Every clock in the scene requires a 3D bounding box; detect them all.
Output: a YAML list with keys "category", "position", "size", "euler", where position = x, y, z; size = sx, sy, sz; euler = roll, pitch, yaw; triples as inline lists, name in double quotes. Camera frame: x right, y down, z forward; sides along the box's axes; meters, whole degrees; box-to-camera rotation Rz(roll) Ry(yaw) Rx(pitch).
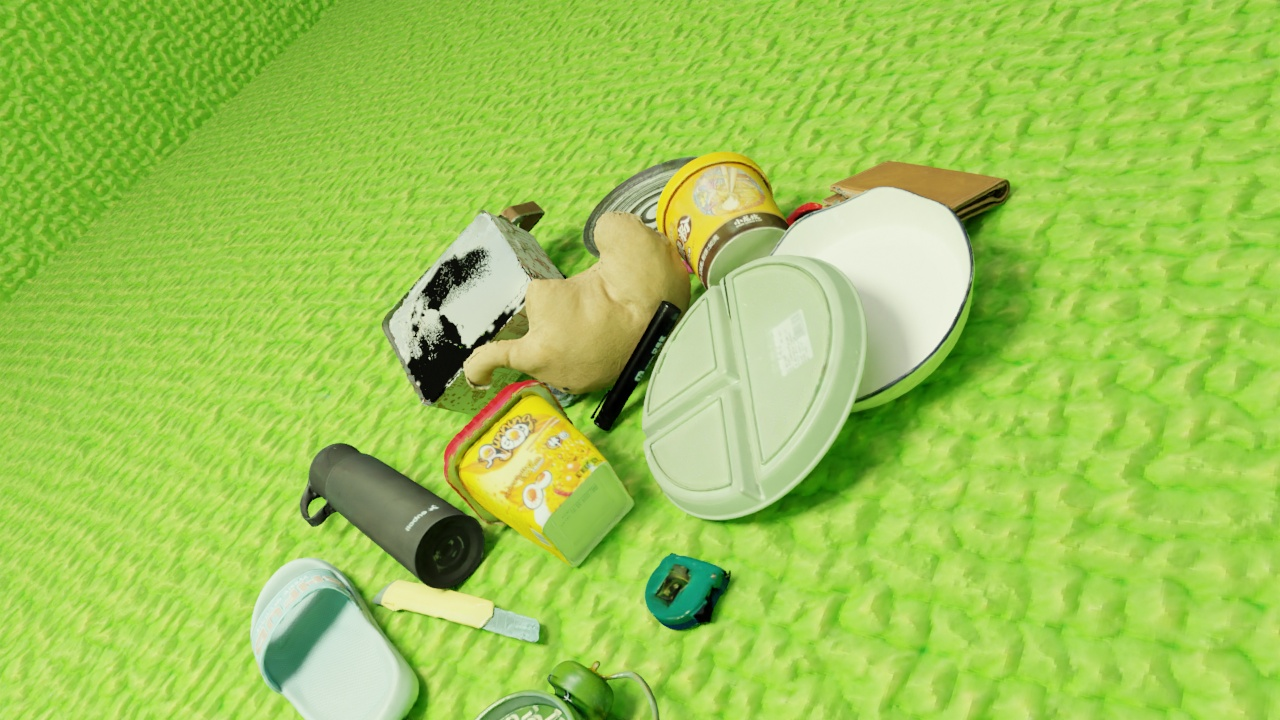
- category: "clock"
  position: [-0.057, 0.264, 0.598]
  size: [0.161, 0.056, 0.116]
  euler: [-35, 38, -2]

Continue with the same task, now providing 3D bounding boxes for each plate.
- category: "plate"
  position: [0.079, 0.014, 0.730]
  size: [0.231, 0.027, 0.229]
  euler: [-34, 42, 36]
- category: "plate"
  position: [0.173, -0.044, 0.744]
  size: [0.205, 0.045, 0.204]
  euler: [-23, 48, 29]
- category: "plate"
  position: [0.016, -0.170, 1.054]
  size: [0.180, 0.024, 0.179]
  euler: [-21, 37, 16]

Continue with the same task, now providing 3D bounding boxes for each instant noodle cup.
- category: "instant noodle cup"
  position: [0.088, -0.118, 0.872]
  size: [0.118, 0.118, 0.114]
  euler: [-30, 45, 5]
- category: "instant noodle cup"
  position: [-0.080, 0.098, 0.765]
  size: [0.116, 0.116, 0.124]
  euler: [-46, 50, -16]

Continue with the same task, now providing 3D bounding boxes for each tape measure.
- category: "tape measure"
  position: [0.030, 0.167, 0.666]
  size: [0.058, 0.025, 0.054]
  euler: [6, 51, 42]

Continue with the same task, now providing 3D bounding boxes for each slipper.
- category: "slipper"
  position: [-0.273, 0.241, 0.773]
  size: [0.246, 0.074, 0.104]
  euler: [22, 64, 47]

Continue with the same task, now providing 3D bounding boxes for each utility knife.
- category: "utility knife"
  position: [-0.157, 0.207, 0.767]
  size: [0.209, 0.021, 0.030]
  euler: [-5, 47, 43]

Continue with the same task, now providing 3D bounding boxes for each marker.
- category: "marker"
  position: [-0.005, 0.005, 0.827]
  size: [0.132, 0.022, 0.020]
  euler: [-59, -8, 15]

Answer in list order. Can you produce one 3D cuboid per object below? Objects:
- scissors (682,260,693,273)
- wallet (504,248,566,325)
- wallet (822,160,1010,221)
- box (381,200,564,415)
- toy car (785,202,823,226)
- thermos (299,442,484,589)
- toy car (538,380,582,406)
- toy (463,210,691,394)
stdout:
- category: "scissors"
  position: [0.004, -0.084, 0.953]
  size: [0.133, 0.017, 0.131]
  euler: [-8, 54, 8]
- category: "wallet"
  position: [-0.150, -0.090, 1.095]
  size: [0.096, 0.020, 0.122]
  euler: [-44, 39, -4]
- category: "wallet"
  position: [0.241, -0.149, 0.828]
  size: [0.118, 0.035, 0.131]
  euler: [-29, 33, -25]
- category: "box"
  position: [-0.175, -0.075, 0.981]
  size: [0.179, 0.132, 0.271]
  euler: [-45, 31, 15]
- category: "toy car"
  position: [0.180, -0.122, 0.871]
  size: [0.049, 0.031, 0.106]
  euler: [-43, 40, -10]
- category: "thermos"
  position: [-0.245, 0.147, 0.864]
  size: [0.243, 0.068, 0.089]
  euler: [15, 58, 47]
- category: "toy car"
  position: [-0.062, -0.007, 0.922]
  size: [0.054, 0.037, 0.120]
  euler: [-3, 57, 41]
- category: "toy"
  position: [-0.051, -0.029, 0.844]
  size: [0.226, 0.143, 0.082]
  euler: [-42, 25, -5]
